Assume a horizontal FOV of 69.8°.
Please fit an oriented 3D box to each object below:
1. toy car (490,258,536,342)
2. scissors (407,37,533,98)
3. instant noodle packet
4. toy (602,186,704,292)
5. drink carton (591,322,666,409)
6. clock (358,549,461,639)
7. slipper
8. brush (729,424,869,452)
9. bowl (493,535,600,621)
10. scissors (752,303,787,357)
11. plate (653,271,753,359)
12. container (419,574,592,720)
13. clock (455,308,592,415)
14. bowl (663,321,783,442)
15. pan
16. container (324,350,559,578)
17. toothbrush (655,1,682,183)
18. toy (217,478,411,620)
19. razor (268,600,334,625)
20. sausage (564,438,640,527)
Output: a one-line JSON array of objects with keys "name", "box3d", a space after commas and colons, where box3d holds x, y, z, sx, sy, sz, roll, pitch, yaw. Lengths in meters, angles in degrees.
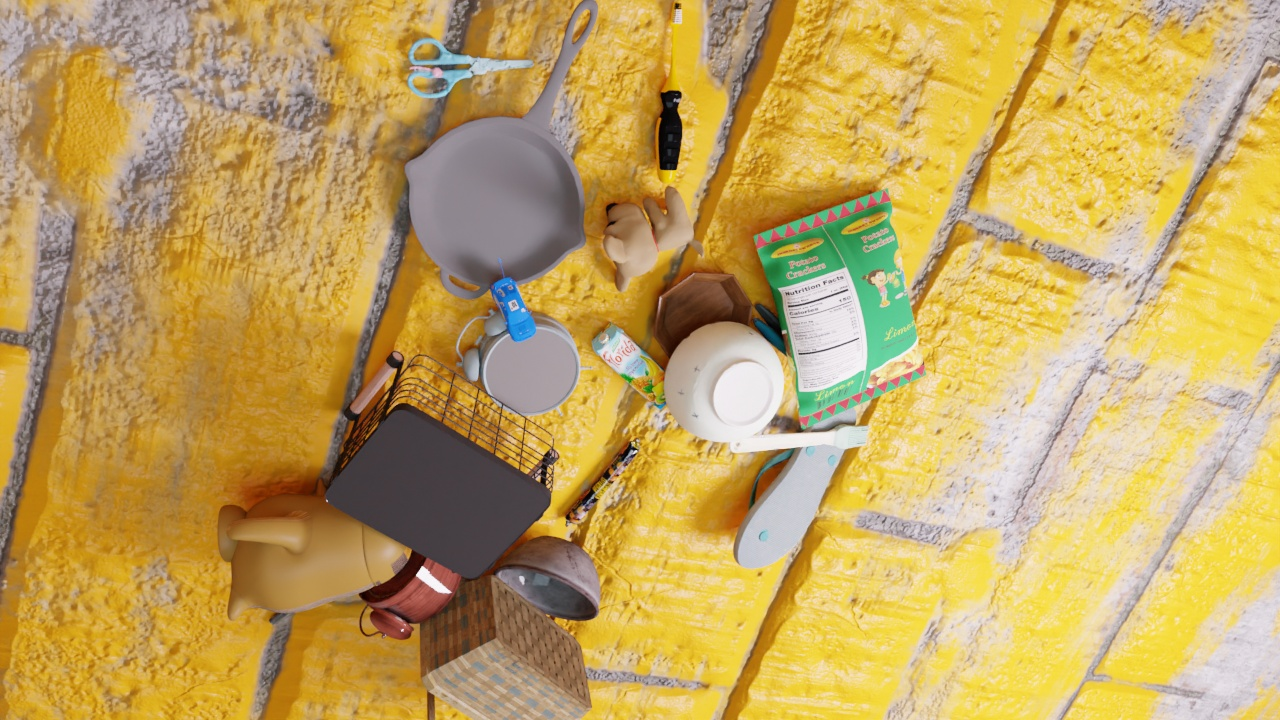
[{"name": "toy car", "box3d": [-0.144, -0.068, 1.030, 0.033, 0.062, 0.092, -25, 94, -13]}, {"name": "scissors", "box3d": [-0.180, -0.316, 0.976, 0.138, 0.015, 0.063, -11, 112, -17]}, {"name": "instant noodle packet", "box3d": [0.255, -0.064, 1.145, 0.195, 0.090, 0.253, -21, 106, -17]}, {"name": "toy", "box3d": [0.006, -0.143, 1.057, 0.108, 0.134, 0.105, -26, 75, -2]}, {"name": "drink carton", "box3d": [-0.007, 0.007, 1.145, 0.044, 0.038, 0.129, -44, 117, 6]}, {"name": "clock", "box3d": [-0.296, 0.278, 1.146, 0.157, 0.120, 0.072, -42, 125, -4]}, {"name": "slipper", "box3d": [0.213, 0.170, 1.277, 0.098, 0.055, 0.269, 32, 91, -27]}, {"name": "brush", "box3d": [0.214, 0.106, 1.223, 0.217, 0.012, 0.033, -2, 103, -24]}, {"name": "bowl", "box3d": [-0.113, 0.278, 1.202, 0.145, 0.067, 0.145, 14, 145, 10]}, {"name": "scissors", "box3d": [0.191, -0.014, 1.182, 0.019, 0.129, 0.137, -28, 165, 40]}, {"name": "plate", "box3d": [0.075, -0.054, 1.147, 0.131, 0.025, 0.131, -5, 114, -12]}, {"name": "container", "box3d": [-0.203, 0.412, 1.196, 0.186, 0.157, 0.250, -33, 125, 10]}, {"name": "clock", "box3d": [-0.145, 0.000, 1.103, 0.159, 0.045, 0.123, 28, 103, -25]}, {"name": "bowl", "box3d": [0.112, 0.033, 1.126, 0.153, 0.073, 0.153, -4, 105, -17]}, {"name": "pan", "box3d": [-0.133, -0.230, 1.015, 0.216, 0.024, 0.355, 21, 107, -22]}, {"name": "container", "box3d": [-0.224, 0.120, 1.065, 0.241, 0.130, 0.163, 35, 114, -21]}, {"name": "toothbrush", "box3d": [0.034, -0.298, 1.030, 0.031, 0.031, 0.197, -3, 110, -17]}, {"name": "toy", "box3d": [-0.374, 0.213, 1.081, 0.203, 0.162, 0.199, -6, 153, -8]}, {"name": "razor", "box3d": [-0.432, 0.310, 1.174, 0.106, 0.042, 0.026, -32, 120, 11]}, {"name": "sausage", "box3d": [-0.050, 0.163, 1.214, 0.020, 0.020, 0.155, 36, 100, -25]}]
